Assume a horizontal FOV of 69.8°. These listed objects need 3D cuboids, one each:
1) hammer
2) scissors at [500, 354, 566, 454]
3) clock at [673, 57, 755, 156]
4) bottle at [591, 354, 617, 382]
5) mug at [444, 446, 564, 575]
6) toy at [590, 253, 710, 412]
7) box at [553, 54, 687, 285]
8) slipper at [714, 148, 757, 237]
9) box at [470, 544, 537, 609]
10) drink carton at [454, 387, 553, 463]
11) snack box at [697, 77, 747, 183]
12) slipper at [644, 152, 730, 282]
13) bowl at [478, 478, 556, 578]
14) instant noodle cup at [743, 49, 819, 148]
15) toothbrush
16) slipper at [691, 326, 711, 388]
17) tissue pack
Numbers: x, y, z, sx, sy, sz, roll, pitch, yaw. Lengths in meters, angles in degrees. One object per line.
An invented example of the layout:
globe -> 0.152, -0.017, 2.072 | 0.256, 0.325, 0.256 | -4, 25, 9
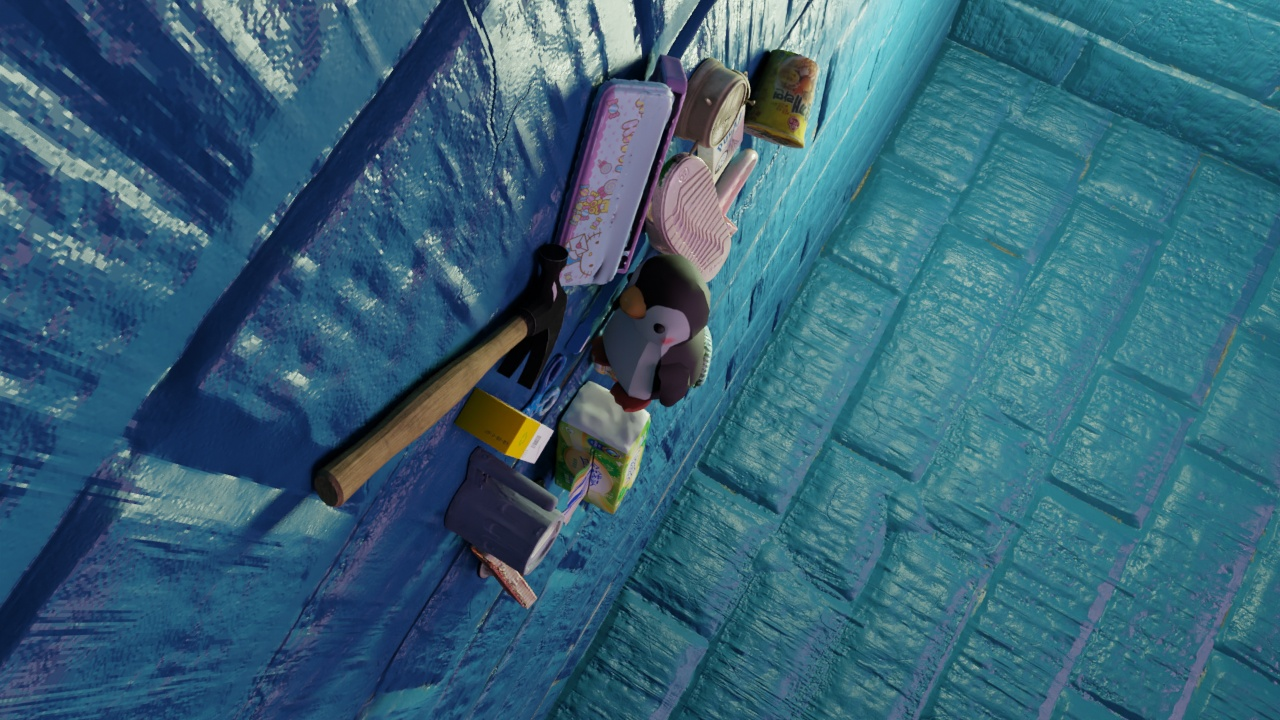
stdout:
hammer -> -0.156, 0.021, 0.774 | 0.304, 0.040, 0.133 | -47, 159, -46
scissors -> -0.121, 0.046, 1.043 | 0.140, 0.013, 0.113 | -42, 159, -54
clock -> 0.090, -0.289, 1.023 | 0.140, 0.054, 0.093 | -47, 163, -41
bottle -> -0.007, 0.007, 1.184 | 0.063, 0.109, 0.063 | -56, 168, -19
mug -> -0.142, 0.160, 0.989 | 0.083, 0.104, 0.124 | -47, 163, -45
toy -> 0.033, -0.048, 1.075 | 0.140, 0.159, 0.184 | -13, 147, -22
box -> -0.016, -0.169, 0.858 | 0.139, 0.062, 0.215 | -42, 159, -49
slipper -> 0.115, -0.204, 1.335 | 0.222, 0.056, 0.106 | -63, 170, 8
box -> -0.165, 0.249, 1.130 | 0.187, 0.055, 0.076 | 74, 13, -56
drink carton -> -0.133, 0.067, 0.917 | 0.040, 0.058, 0.122 | -59, 168, -6
snack box -> 0.101, -0.286, 1.144 | 0.082, 0.026, 0.150 | -58, 169, -11
slipper -> 0.049, -0.171, 1.114 | 0.094, 0.064, 0.239 | -55, 155, -7
bowl -> -0.161, 0.240, 1.262 | 0.157, 0.038, 0.158 | -56, 168, -19
instant noodle cup -> 0.189, -0.349, 1.223 | 0.102, 0.102, 0.108 | -11, 121, -75
toothbrush -> -0.038, -0.079, 1.077 | 0.166, 0.016, 0.014 | -59, 171, -11
slipper -> 0.059, -0.035, 1.405 | 0.276, 0.069, 0.116 | -103, -154, -71
tissue pack -> -0.069, 0.146, 1.255 | 0.141, 0.120, 0.198 | -57, 162, -33
